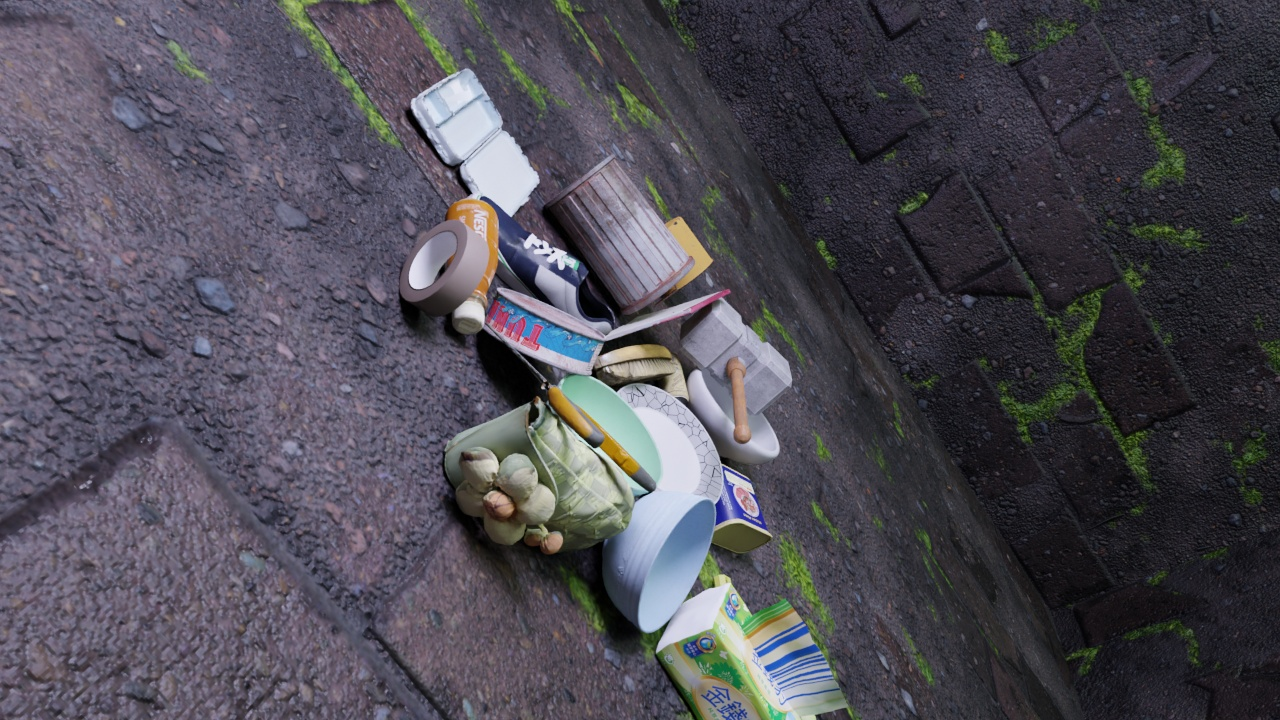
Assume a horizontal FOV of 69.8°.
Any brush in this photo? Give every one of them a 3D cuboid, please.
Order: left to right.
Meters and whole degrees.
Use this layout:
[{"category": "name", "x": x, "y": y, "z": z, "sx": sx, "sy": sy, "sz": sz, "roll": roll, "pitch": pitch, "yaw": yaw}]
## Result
[{"category": "brush", "x": -0.007, "y": 0.007, "z": 1.215, "sx": 0.195, "sy": 0.059, "sz": 0.043, "roll": -3, "pitch": 73, "yaw": -63}]

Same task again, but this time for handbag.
[{"category": "handbag", "x": -0.088, "y": 0.122, "z": 0.834, "sx": 0.186, "sy": 0.113, "sz": 0.116, "roll": 47, "pitch": 33, "yaw": -30}]

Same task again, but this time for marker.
[{"category": "marker", "x": 0.108, "y": 0.320, "z": 1.117, "sx": 0.017, "sy": 0.021, "sz": 0.123, "roll": 38, "pitch": 32, "yaw": -40}]

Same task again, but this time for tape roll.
[{"category": "tape roll", "x": -0.192, "y": -0.090, "z": 0.897, "sx": 0.030, "sy": 0.094, "sz": 0.093, "roll": 38, "pitch": 31, "yaw": -42}]

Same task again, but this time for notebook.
[{"category": "notebook", "x": 0.029, "y": -0.061, "z": 1.255, "sx": 0.208, "sy": 0.153, "sz": 0.012, "roll": -31, "pitch": 103, "yaw": -68}]

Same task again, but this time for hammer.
[{"category": "hammer", "x": 0.132, "y": 0.036, "z": 1.243, "sx": 0.162, "sy": 0.083, "sz": 0.317, "roll": 43, "pitch": 18, "yaw": -13}]

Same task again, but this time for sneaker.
[{"category": "sneaker", "x": -0.117, "y": -0.115, "z": 1.108, "sx": 0.235, "sy": 0.079, "sz": 0.084, "roll": 51, "pitch": 25, "yaw": -18}]

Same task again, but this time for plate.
[{"category": "plate", "x": 0.031, "y": 0.113, "z": 1.177, "sx": 0.188, "sy": 0.016, "sz": 0.188, "roll": 31, "pitch": 36, "yaw": -26}]

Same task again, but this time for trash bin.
[{"category": "trash bin", "x": -0.025, "y": -0.173, "z": 1.310, "sx": 0.211, "sy": 0.131, "sz": 0.130, "roll": 53, "pitch": 23, "yaw": -12}]

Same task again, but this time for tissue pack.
[{"category": "tissue pack", "x": 0.132, "y": 0.338, "z": 0.983, "sx": 0.197, "sy": 0.142, "sz": 0.120, "roll": 56, "pitch": 23, "yaw": -9}]

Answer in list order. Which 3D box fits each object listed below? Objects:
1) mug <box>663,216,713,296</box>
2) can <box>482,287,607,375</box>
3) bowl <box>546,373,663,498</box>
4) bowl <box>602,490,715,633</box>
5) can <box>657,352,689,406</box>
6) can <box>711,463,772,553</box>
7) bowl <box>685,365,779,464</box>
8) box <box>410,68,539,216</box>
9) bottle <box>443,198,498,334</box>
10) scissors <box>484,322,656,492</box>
[{"category": "mug", "x": 0.048, "y": -0.173, "z": 1.523, "sx": 0.094, "sy": 0.100, "sz": 0.124, "roll": 53, "pitch": -18, "yaw": -11}, {"category": "can", "x": -0.103, "y": -0.031, "z": 0.987, "sx": 0.130, "sy": 0.044, "sz": 0.130, "roll": 25, "pitch": 6, "yaw": -3}, {"category": "bowl", "x": -0.053, "y": 0.094, "z": 0.970, "sx": 0.151, "sy": 0.077, "sz": 0.150, "roll": 40, "pitch": 23, "yaw": -21}, {"category": "bowl", "x": 0.009, "y": 0.195, "z": 0.946, "sx": 0.075, "sy": 0.150, "sz": 0.150, "roll": 23, "pitch": 8, "yaw": 26}, {"category": "can", "x": 0.044, "y": 0.031, "z": 1.320, "sx": 0.038, "sy": 0.038, "sz": 0.079, "roll": 36, "pitch": 32, "yaw": -44}, {"category": "can", "x": 0.121, "y": 0.201, "z": 1.248, "sx": 0.116, "sy": 0.057, "sz": 0.092, "roll": 32, "pitch": 34, "yaw": -48}, {"category": "bowl", "x": 0.123, "y": 0.091, "z": 1.356, "sx": 0.176, "sy": 0.066, "sz": 0.176, "roll": 41, "pitch": 19, "yaw": -18}, {"category": "box", "x": -0.208, "y": -0.280, "z": 1.194, "sx": 0.189, "sy": 0.037, "sz": 0.208, "roll": 59, "pitch": 21, "yaw": -23}, {"category": "bottle", "x": -0.182, "y": -0.099, "z": 0.979, "sx": 0.059, "sy": 0.059, "sz": 0.166, "roll": 38, "pitch": 34, "yaw": -42}, {"category": "scissors", "x": -0.068, "y": 0.040, "z": 0.830, "sx": 0.225, "sy": 0.016, "sz": 0.216, "roll": 44, "pitch": -3, "yaw": 5}]
